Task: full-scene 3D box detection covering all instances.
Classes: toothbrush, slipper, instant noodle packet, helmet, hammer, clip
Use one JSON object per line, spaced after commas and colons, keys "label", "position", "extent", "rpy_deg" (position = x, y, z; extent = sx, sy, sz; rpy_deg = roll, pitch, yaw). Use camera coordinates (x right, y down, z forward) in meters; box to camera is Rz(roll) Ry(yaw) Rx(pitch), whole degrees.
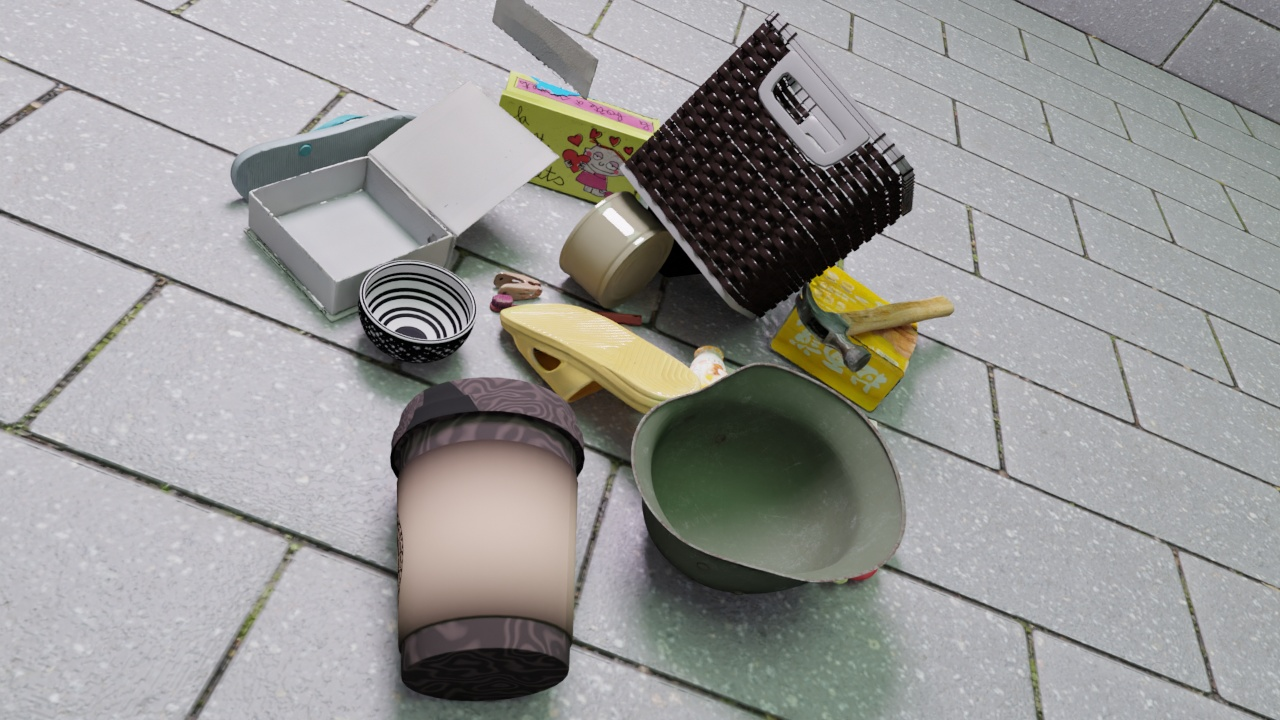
{"label": "toothbrush", "position": [-0.086, -0.060, 1.100], "extent": [0.189, 0.017, 0.016], "rpy_deg": [5, 45, -22]}
{"label": "slipper", "position": [-0.359, -0.258, 1.097], "extent": [0.268, 0.098, 0.054], "rpy_deg": [-22, 62, -38]}
{"label": "slipper", "position": [-0.046, 0.009, 1.004], "extent": [0.263, 0.078, 0.099], "rpy_deg": [28, 35, 33]}
{"label": "instant noodle packet", "position": [0.289, -0.050, 1.245], "extent": [0.163, 0.084, 0.220], "rpy_deg": [33, 37, 7]}
{"label": "helmet", "position": [0.100, 0.136, 0.897], "extent": [0.267, 0.154, 0.226], "rpy_deg": [12, 52, -20]}
{"label": "hammer", "position": [0.317, -0.058, 1.185], "extent": [0.329, 0.033, 0.132], "rpy_deg": [-10, 48, -46]}
{"label": "clip", "position": [-0.143, -0.082, 1.088], "extent": [0.061, 0.025, 0.045], "rpy_deg": [8, 45, -25]}

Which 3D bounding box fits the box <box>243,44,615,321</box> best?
{"label": "box", "position": [-0.237, -0.211, 1.082], "extent": [0.166, 0.109, 0.417], "rpy_deg": [43, 60, 16]}

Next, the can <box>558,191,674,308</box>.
{"label": "can", "position": [-0.028, -0.133, 1.120], "extent": [0.073, 0.128, 0.127], "rpy_deg": [44, 45, 15]}

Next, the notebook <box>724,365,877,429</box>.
{"label": "notebook", "position": [0.188, 0.094, 1.092], "extent": [0.208, 0.012, 0.152], "rpy_deg": [21, 44, -7]}

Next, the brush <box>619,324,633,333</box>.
{"label": "brush", "position": [-0.006, 0.006, 1.081], "extent": [0.049, 0.015, 0.135], "rpy_deg": [5, 41, -25]}

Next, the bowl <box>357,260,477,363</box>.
{"label": "bowl", "position": [-0.238, -0.041, 0.968], "extent": [0.120, 0.067, 0.120], "rpy_deg": [14, 44, -14]}

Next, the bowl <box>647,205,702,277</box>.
{"label": "bowl", "position": [0.034, -0.147, 1.204], "extent": [0.124, 0.052, 0.124], "rpy_deg": [48, 11, -13]}

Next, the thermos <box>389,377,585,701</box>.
{"label": "thermos", "position": [-0.128, 0.152, 0.770], "extent": [0.172, 0.173, 0.225], "rpy_deg": [9, 52, -19]}

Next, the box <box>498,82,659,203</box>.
{"label": "box", "position": [-0.094, -0.296, 1.253], "extent": [0.221, 0.125, 0.079], "rpy_deg": [16, 41, -15]}

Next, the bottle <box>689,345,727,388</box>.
{"label": "bottle", "position": [0.076, 0.031, 1.058], "extent": [0.063, 0.063, 0.108], "rpy_deg": [18, 43, -10]}

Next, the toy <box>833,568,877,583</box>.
{"label": "toy", "position": [0.223, 0.192, 0.987], "extent": [0.135, 0.045, 0.091], "rpy_deg": [-14, 58, -29]}

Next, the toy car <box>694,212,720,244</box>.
{"label": "toy car", "position": [0.081, -0.188, 1.297], "extent": [0.105, 0.033, 0.047], "rpy_deg": [25, 41, 1]}

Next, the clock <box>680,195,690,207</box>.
{"label": "clock", "position": [0.089, -0.242, 1.320], "extent": [0.117, 0.083, 0.056], "rpy_deg": [27, 49, -2]}

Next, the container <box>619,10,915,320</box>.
{"label": "container", "position": [0.156, -0.216, 1.125], "extent": [0.247, 0.244, 0.245], "rpy_deg": [53, 11, 12]}
